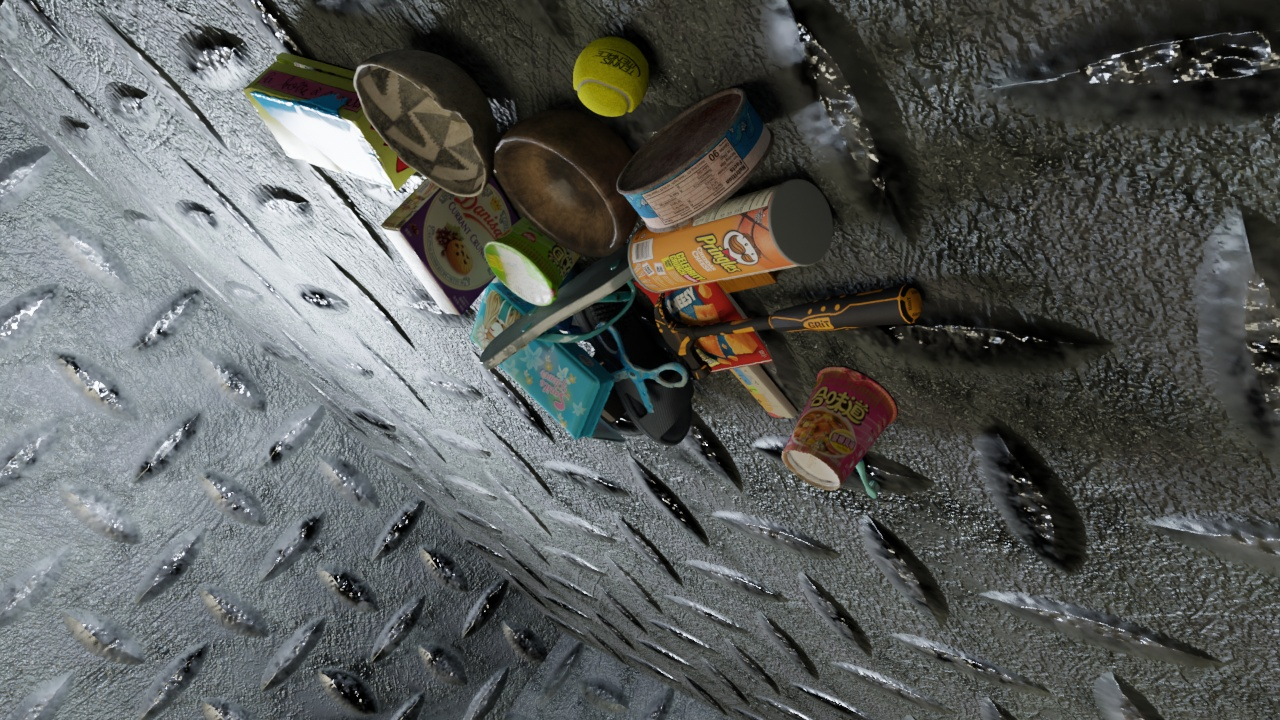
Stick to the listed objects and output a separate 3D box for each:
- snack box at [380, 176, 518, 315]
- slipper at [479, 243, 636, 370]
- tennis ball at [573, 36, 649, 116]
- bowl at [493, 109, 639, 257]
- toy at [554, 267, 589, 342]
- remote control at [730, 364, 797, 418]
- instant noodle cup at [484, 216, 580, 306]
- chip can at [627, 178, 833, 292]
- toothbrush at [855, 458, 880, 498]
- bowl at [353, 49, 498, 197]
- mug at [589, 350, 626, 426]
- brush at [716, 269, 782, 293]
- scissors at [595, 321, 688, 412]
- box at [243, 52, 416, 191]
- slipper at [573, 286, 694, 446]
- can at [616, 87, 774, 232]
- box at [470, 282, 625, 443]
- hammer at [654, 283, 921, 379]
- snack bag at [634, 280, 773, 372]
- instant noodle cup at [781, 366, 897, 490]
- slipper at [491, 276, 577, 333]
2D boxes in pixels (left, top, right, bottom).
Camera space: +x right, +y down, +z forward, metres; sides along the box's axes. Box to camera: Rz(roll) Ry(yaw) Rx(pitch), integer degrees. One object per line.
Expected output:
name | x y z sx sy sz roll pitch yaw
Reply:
snack box | -0.221 -0.156 1.116 0.041 0.147 0.143 15 148 39
slipper | -0.074 -0.058 1.059 0.269 0.098 0.055 -30 115 26
tennis ball | -0.025 -0.245 0.793 0.065 0.065 0.065 30 155 15
bowl | -0.066 -0.188 0.944 0.162 0.070 0.162 30 155 15
toy | -0.100 -0.089 1.167 0.176 0.071 0.113 62 172 -13
remote control | 0.144 0.029 1.113 0.125 0.018 0.038 48 154 -26
instant noodle cup | -0.108 -0.134 1.052 0.099 0.107 0.099 30 155 16
chip can | 0.078 -0.113 0.873 0.075 0.075 0.215 48 153 -23
toothbrush | 0.263 0.121 1.122 0.022 0.017 0.135 6 139 50
bowl | -0.215 -0.267 0.990 0.178 0.081 0.179 31 155 15
mug | -0.048 0.034 1.327 0.088 0.078 0.114 42 130 -10
brush | 0.116 -0.096 0.925 0.048 0.017 0.127 47 154 -20
scissors | -0.007 0.006 1.093 0.134 0.011 0.139 -15 115 46
box | -0.381 -0.302 1.162 0.221 0.082 0.124 19 151 30
slipper | 0.013 -0.003 1.152 0.083 0.101 0.264 -3 129 45
can | 0.044 -0.166 0.760 0.044 0.129 0.130 49 154 -24
box | -0.123 0.017 1.171 0.227 0.085 0.170 40 156 29
hammer | 0.136 -0.042 0.929 0.321 0.036 0.123 -7 124 48
snack bag | 0.072 -0.048 1.046 0.144 0.039 0.131 51 152 -16
instant noodle cup | 0.211 0.079 0.999 0.098 0.108 0.098 30 156 15
slipper | -0.200 -0.121 1.255 0.272 0.054 0.114 39 172 7
